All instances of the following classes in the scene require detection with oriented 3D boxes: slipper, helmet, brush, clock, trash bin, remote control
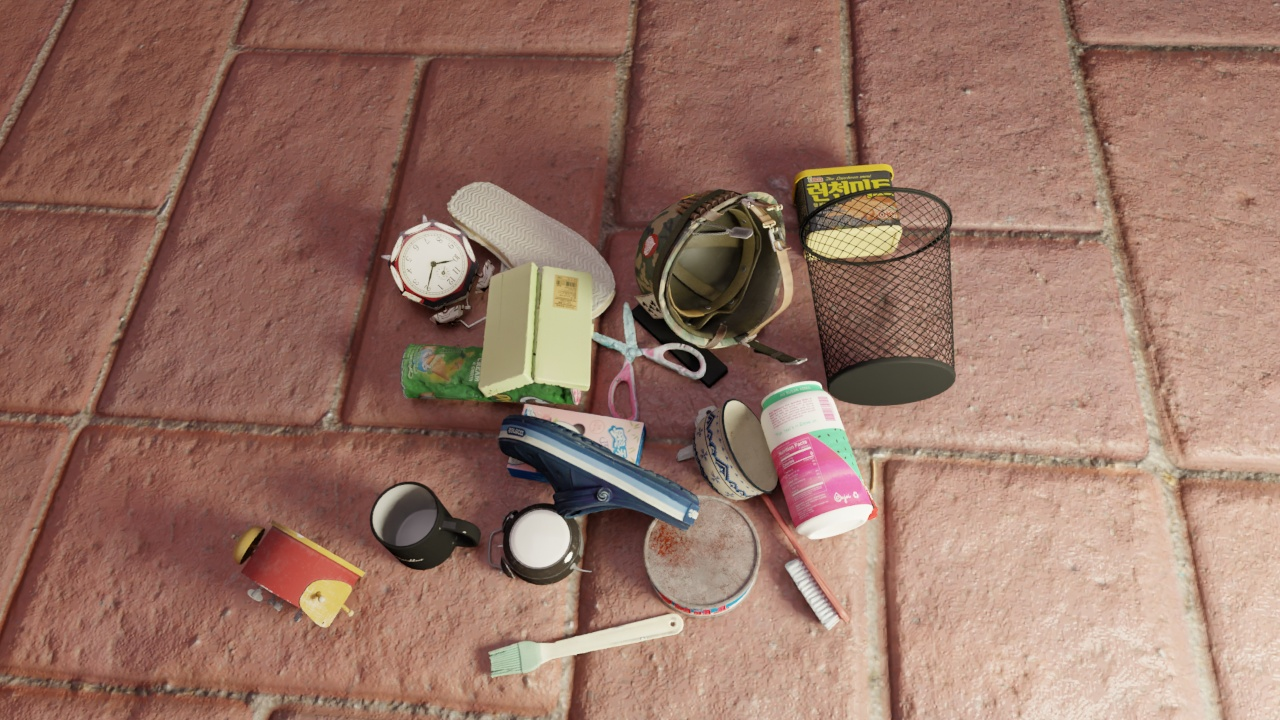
[{"bbox_3d":[-0.148,-0.148,1.237,0.272,0.054,0.114,40,70,16],"label":"slipper"},{"bbox_3d":[0.102,-0.109,1.114,0.237,0.193,0.223,14,31,31],"label":"helmet"},{"bbox_3d":[-0.059,0.135,1.016,0.253,0.105,0.095,21,87,19],"label":"slipper"},{"bbox_3d":[-0.059,0.312,1.013,0.217,0.012,0.033,-12,62,-3],"label":"brush"},{"bbox_3d":[-0.257,-0.110,1.215,0.154,0.065,0.114,44,84,-5],"label":"clock"},{"bbox_3d":[0.174,0.223,1.030,0.030,0.041,0.172,-34,61,3],"label":"brush"},{"bbox_3d":[-0.117,0.209,1.052,0.123,0.044,0.091,-3,62,3],"label":"clock"},{"bbox_3d":[-0.393,0.236,1.021,0.159,0.117,0.081,22,69,20],"label":"clock"},{"bbox_3d":[0.289,-0.067,1.100,0.184,0.184,0.209,-1,68,4],"label":"trash bin"},{"bbox_3d":[0.049,-0.025,1.181,0.034,0.013,0.150,-41,67,-12],"label":"remote control"}]

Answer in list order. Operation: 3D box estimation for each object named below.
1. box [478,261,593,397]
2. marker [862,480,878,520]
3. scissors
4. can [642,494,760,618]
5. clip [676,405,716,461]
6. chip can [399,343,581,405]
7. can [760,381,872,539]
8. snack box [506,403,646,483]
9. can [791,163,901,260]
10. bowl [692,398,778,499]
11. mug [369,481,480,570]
[{"bbox_3d":[-0.125,-0.042,1.113,0.140,0.048,0.187,0,51,1],"label":"box"},{"bbox_3d":[0.241,0.121,1.085,0.023,0.021,0.145,-4,57,-33],"label":"marker"},{"bbox_3d":[0.008,-0.002,1.164,0.168,0.014,0.170,-9,64,8],"label":"scissors"},{"bbox_3d":[0.069,0.220,1.032,0.130,0.044,0.129,-2,62,3],"label":"can"},{"bbox_3d":[0.087,0.083,1.112,0.101,0.041,0.054,-15,75,-5],"label":"clip"},{"bbox_3d":[-0.186,0.016,1.143,0.223,0.075,0.075,1,62,5],"label":"chip can"},{"bbox_3d":[0.197,0.114,1.047,0.088,0.088,0.165,-14,67,-3],"label":"can"},{"bbox_3d":[-0.076,0.108,1.109,0.154,0.033,0.087,8,65,9],"label":"snack box"},{"bbox_3d":[0.275,-0.196,1.223,0.131,0.073,0.101,-4,64,2],"label":"can"},{"bbox_3d":[0.103,0.108,1.056,0.059,0.115,0.115,-28,58,27],"label":"bowl"},{"bbox_3d":[-0.239,0.192,1.045,0.113,0.088,0.078,6,63,8],"label":"mug"}]
